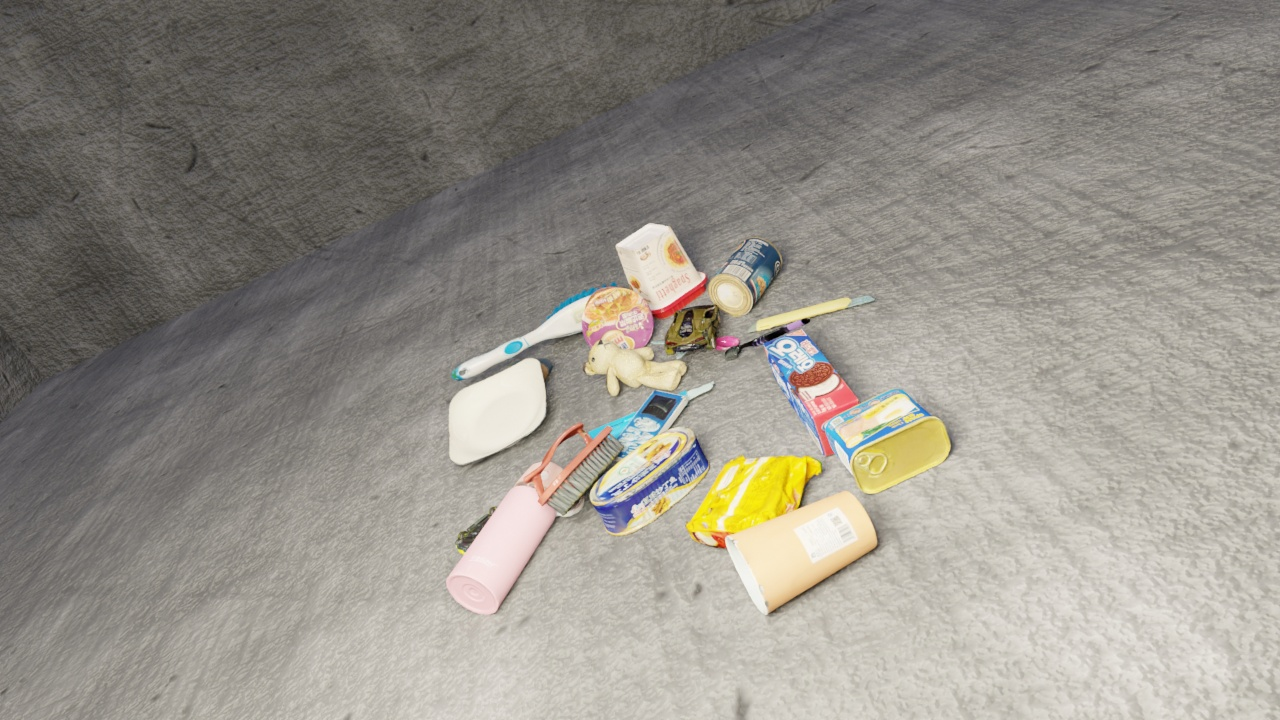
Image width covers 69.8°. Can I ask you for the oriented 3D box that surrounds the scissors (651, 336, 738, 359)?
[{"bbox_3d":[0.080,-0.029,1.327,0.133,0.017,0.133,-1,24,20],"label":"scissors"}]

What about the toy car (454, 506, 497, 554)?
[{"bbox_3d":[-0.181,0.209,1.129,0.048,0.032,0.105,-7,21,35],"label":"toy car"}]

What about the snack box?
[{"bbox_3d":[0.200,0.032,1.077,0.058,0.057,0.207,-22,25,2],"label":"snack box"}]

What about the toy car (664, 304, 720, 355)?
[{"bbox_3d":[0.074,-0.049,1.307,0.070,0.042,0.157,-8,22,13],"label":"toy car"}]

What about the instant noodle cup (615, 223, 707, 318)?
[{"bbox_3d":[0.028,-0.150,1.497,0.116,0.124,0.117,-35,26,-17],"label":"instant noodle cup"}]

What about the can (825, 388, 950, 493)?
[{"bbox_3d":[0.251,0.080,0.942,0.102,0.057,0.083,-25,23,1],"label":"can"}]

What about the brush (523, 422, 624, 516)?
[{"bbox_3d":[-0.083,0.126,1.085,0.063,0.069,0.145,-53,-5,33],"label":"brush"}]

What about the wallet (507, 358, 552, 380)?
[{"bbox_3d":[-0.196,0.044,1.453,0.090,0.033,0.115,-10,34,28],"label":"wallet"}]

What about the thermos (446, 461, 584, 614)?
[{"bbox_3d":[-0.138,0.204,1.071,0.087,0.067,0.198,20,41,14],"label":"thermos"}]

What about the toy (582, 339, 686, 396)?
[{"bbox_3d":[-0.008,0.008,1.306,0.157,0.066,0.104,13,50,30],"label":"toy"}]

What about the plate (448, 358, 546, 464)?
[{"bbox_3d":[-0.207,0.081,1.355,0.164,0.034,0.163,-25,40,10],"label":"plate"}]

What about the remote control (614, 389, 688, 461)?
[{"bbox_3d":[0.011,0.086,1.174,0.049,0.024,0.124,13,49,34],"label":"remote control"}]

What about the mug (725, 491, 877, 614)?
[{"bbox_3d":[0.150,0.171,0.846,0.122,0.078,0.078,-25,25,-7],"label":"mug"}]

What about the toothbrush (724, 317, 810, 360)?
[{"bbox_3d":[0.162,-0.027,1.201,0.016,0.014,0.189,-57,15,-27],"label":"toothbrush"}]

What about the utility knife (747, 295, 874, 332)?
[{"bbox_3d":[0.234,-0.068,1.274,0.184,0.019,0.030,-18,30,29],"label":"utility knife"}]

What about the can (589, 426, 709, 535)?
[{"bbox_3d":[0.011,0.138,1.062,0.148,0.049,0.075,-35,28,-19],"label":"can"}]

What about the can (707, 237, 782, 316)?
[{"bbox_3d":[0.158,-0.127,1.390,0.075,0.075,0.110,-3,35,40],"label":"can"}]

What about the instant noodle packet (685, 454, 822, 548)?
[{"bbox_3d":[0.118,0.145,0.958,0.111,0.044,0.128,-4,31,40],"label":"instant noodle packet"}]

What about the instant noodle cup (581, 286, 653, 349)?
[{"bbox_3d":[-0.041,-0.067,1.438,0.111,0.111,0.099,-26,17,0],"label":"instant noodle cup"}]

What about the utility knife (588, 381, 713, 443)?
[{"bbox_3d":[0.017,0.069,1.222,0.182,0.018,0.034,-24,25,1],"label":"utility knife"}]

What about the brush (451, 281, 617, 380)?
[{"bbox_3d":[-0.164,-0.047,1.523,0.314,0.060,0.109,-24,10,1],"label":"brush"}]
